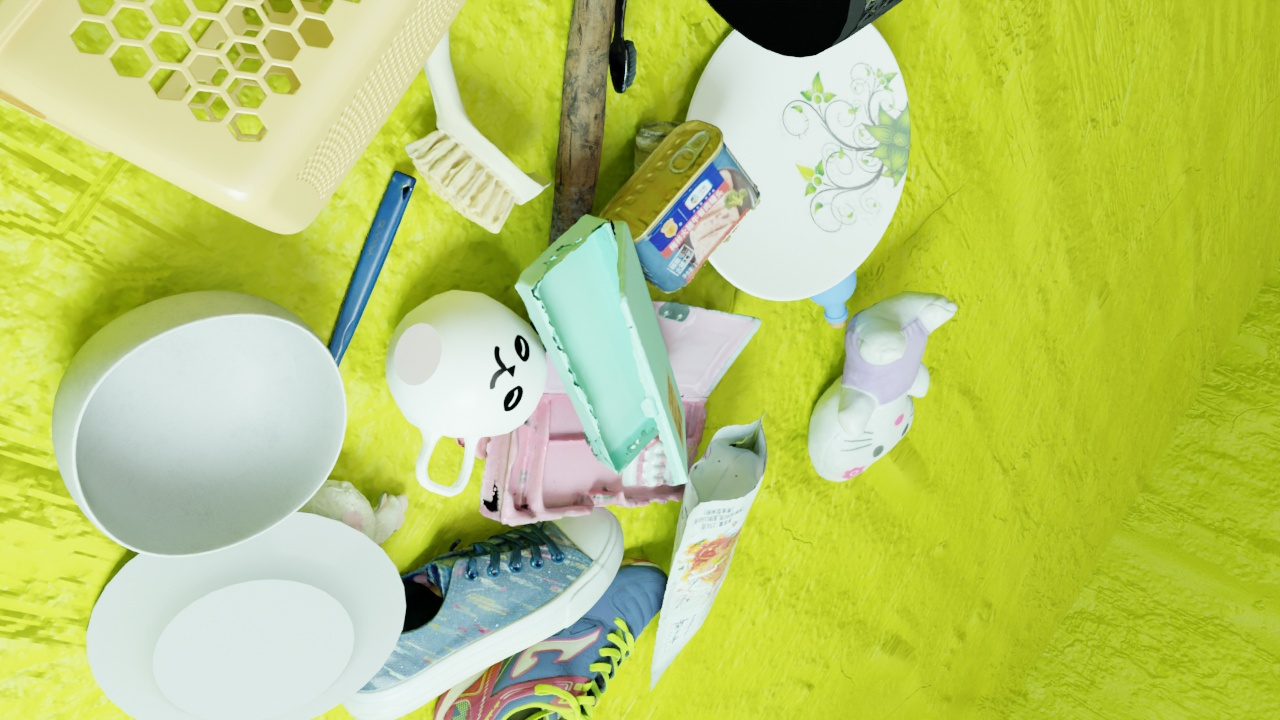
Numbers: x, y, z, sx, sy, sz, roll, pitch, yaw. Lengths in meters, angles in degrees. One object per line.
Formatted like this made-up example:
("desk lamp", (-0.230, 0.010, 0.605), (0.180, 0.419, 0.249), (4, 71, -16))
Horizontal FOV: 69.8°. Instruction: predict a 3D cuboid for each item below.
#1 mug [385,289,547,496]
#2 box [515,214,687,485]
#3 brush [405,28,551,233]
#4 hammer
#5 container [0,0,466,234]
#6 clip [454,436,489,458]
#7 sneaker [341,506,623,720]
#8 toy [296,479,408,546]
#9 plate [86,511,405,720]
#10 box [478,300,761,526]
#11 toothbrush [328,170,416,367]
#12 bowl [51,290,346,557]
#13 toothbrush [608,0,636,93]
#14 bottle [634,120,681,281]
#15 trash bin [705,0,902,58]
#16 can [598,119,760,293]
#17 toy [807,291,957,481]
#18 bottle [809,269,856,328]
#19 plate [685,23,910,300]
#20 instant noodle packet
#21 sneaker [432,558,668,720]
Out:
("mug", (-0.111, 0.020, 0.551), (0.076, 0.090, 0.124), (19, 80, -58))
("box", (0.001, 0.004, 0.570), (0.077, 0.079, 0.189), (-46, 142, -24))
("brush", (-0.106, -0.190, 0.472), (0.077, 0.062, 0.273), (-36, 131, -33))
("hammer", (-0.031, -0.154, 0.588), (0.119, 0.033, 0.331), (-16, 123, -46))
("container", (-0.172, -0.163, 0.367), (0.167, 0.129, 0.183), (33, 86, -9))
("clip", (-0.114, 0.036, 0.623), (0.022, 0.035, 0.058), (-17, 119, -36))
("sneaker", (-0.110, 0.160, 0.654), (0.234, 0.087, 0.079), (-28, 126, -29))
("toy", (-0.191, 0.112, 0.565), (0.112, 0.050, 0.087), (-6, 118, -30))
("plate", (-0.223, 0.164, 0.535), (0.172, 0.019, 0.173), (-11, 122, -19))
("box", (-0.012, 0.031, 0.685), (0.232, 0.055, 0.180), (6, 109, -54))
("toothbrush", (-0.168, -0.018, 0.531), (0.016, 0.017, 0.190), (14, 102, -50))
("bowl", (-0.223, 0.026, 0.462), (0.131, 0.064, 0.132), (-25, 129, -35))
("toothbrush", (-0.007, -0.248, 0.523), (0.017, 0.014, 0.188), (-39, 140, -51))
("bottle", (0.015, -0.111, 0.649), (0.042, 0.043, 0.110), (-24, 127, -36))
("trash bin", (0.147, -0.322, 0.545), (0.243, 0.217, 0.217), (-42, 138, -11))
("can", (0.027, -0.100, 0.601), (0.100, 0.054, 0.059), (-49, 131, -1))
("toy", (0.226, 0.027, 0.906), (0.137, 0.085, 0.210), (-33, 148, -32))
("bottle", (0.169, -0.079, 0.829), (0.048, 0.048, 0.131), (-44, 138, -19))
("plate", (0.120, -0.162, 0.722), (0.229, 0.030, 0.230), (-10, 110, -29))
("instant noodle packet", (0.060, 0.175, 0.810), (0.146, 0.057, 0.270), (-47, 154, -39))
("sneaker", (-0.051, 0.261, 0.768), (0.241, 0.091, 0.116), (-32, 131, -31))
